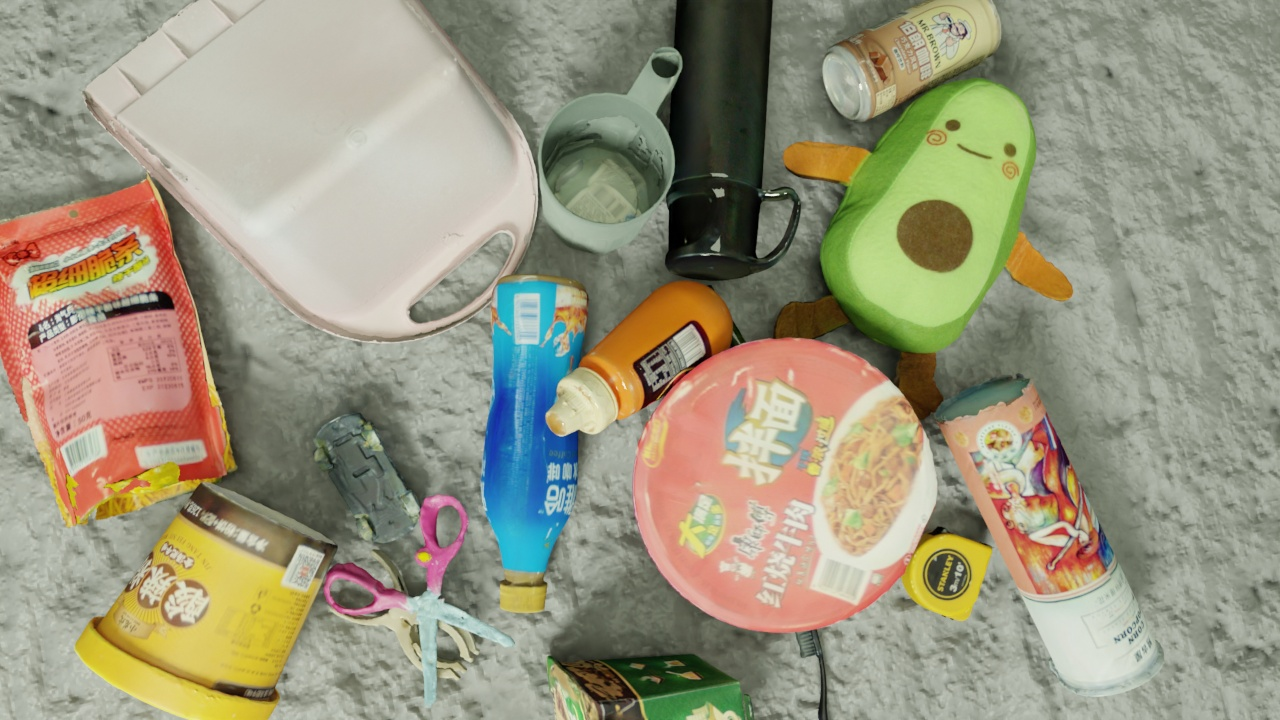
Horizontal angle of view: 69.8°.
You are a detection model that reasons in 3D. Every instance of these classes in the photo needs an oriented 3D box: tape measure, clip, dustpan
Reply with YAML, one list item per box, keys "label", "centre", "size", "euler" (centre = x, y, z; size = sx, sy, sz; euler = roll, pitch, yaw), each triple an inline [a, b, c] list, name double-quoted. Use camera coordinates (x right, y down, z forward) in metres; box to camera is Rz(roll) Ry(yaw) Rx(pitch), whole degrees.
- label: "tape measure"
  centre: [0.214, 0.150, 0.652]
  size: [0.057, 0.029, 0.060]
  euler: [20, 85, -6]
- label: "clip"
  centre: [-0.154, 0.174, 0.609]
  size: [0.100, 0.035, 0.070]
  euler: [37, 84, 2]
- label: "dustpan"
  centre: [-0.209, -0.146, 0.637]
  size: [0.222, 0.139, 0.273]
  euler: [-40, 63, -6]

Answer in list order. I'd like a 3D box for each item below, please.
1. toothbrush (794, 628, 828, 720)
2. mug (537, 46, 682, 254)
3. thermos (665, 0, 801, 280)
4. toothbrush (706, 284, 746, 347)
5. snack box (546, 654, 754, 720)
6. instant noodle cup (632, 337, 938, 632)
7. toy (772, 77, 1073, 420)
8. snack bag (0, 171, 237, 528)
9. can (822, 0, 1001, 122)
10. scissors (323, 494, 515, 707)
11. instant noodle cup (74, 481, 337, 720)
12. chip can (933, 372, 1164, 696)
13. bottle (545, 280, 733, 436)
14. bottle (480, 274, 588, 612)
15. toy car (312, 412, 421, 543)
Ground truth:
- label: "toothbrush"
  centre: [0.130, 0.270, 0.643]
  size: [0.017, 0.014, 0.189]
  euler: [-10, 88, 1]
- label: "mug"
  centre: [-0.016, -0.135, 0.609]
  size: [0.083, 0.103, 0.124]
  euler: [32, 82, -3]
- label: "thermos"
  centre: [0.065, -0.178, 0.624]
  size: [0.090, 0.068, 0.242]
  euler: [1, 80, 9]
- label: "toothbrush"
  centre: [0.096, 0.025, 0.655]
  size: [0.017, 0.012, 0.186]
  euler: [-32, 90, 14]
- label: "snack box"
  centre: [0.008, 0.247, 0.591]
  size: [0.105, 0.118, 0.118]
  euler: [-7, 89, -19]
- label: "instant noodle cup"
  centre: [0.092, 0.080, 0.614]
  size: [0.194, 0.066, 0.194]
  euler: [0, 94, 2]
- label: "toy"
  centre: [0.197, -0.088, 0.636]
  size: [0.227, 0.090, 0.246]
  euler: [26, 87, -10]
- label: "snack bag"
  centre: [-0.343, -0.008, 0.588]
  size: [0.128, 0.073, 0.208]
  euler: [-21, 84, -8]
- label: "can"
  centre: [0.194, -0.220, 0.660]
  size: [0.116, 0.058, 0.058]
  euler: [-27, 89, -8]
- label: "scissors"
  centre: [-0.145, 0.154, 0.591]
  size: [0.134, 0.017, 0.133]
  euler: [-3, 79, -1]
- label: "instant noodle cup"
  centre: [-0.255, 0.145, 0.562]
  size: [0.118, 0.119, 0.114]
  euler: [28, 76, -4]
- label: "chip can"
  centre: [0.278, 0.118, 0.630]
  size: [0.071, 0.071, 0.214]
  euler: [-28, 95, -7]
- label: "bottle"
  centre: [-0.004, 0.003, 0.595]
  size: [0.149, 0.067, 0.067]
  euler: [-37, 91, -35]
- label: "bottle"
  centre: [-0.071, 0.055, 0.610]
  size: [0.065, 0.065, 0.218]
  euler: [3, 86, -6]
- label: "toy car"
  centre: [-0.181, 0.078, 0.612]
  size: [0.043, 0.034, 0.090]
  euler: [-30, 99, -10]
